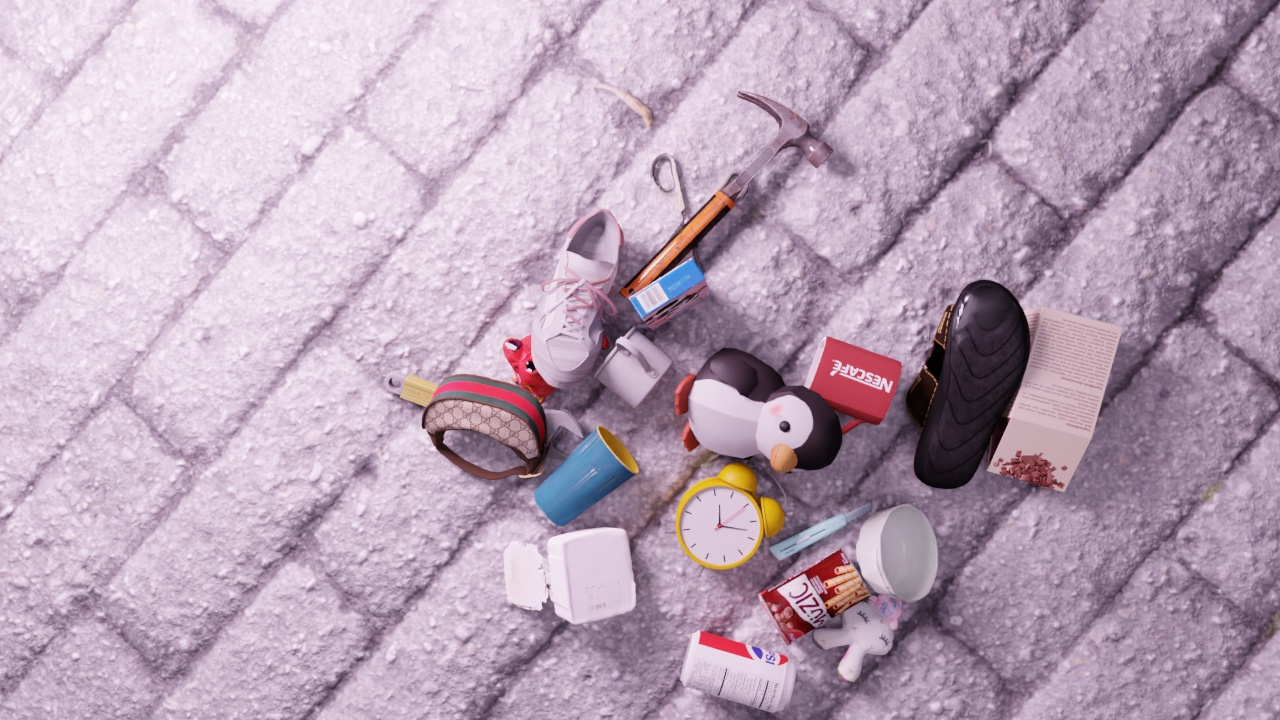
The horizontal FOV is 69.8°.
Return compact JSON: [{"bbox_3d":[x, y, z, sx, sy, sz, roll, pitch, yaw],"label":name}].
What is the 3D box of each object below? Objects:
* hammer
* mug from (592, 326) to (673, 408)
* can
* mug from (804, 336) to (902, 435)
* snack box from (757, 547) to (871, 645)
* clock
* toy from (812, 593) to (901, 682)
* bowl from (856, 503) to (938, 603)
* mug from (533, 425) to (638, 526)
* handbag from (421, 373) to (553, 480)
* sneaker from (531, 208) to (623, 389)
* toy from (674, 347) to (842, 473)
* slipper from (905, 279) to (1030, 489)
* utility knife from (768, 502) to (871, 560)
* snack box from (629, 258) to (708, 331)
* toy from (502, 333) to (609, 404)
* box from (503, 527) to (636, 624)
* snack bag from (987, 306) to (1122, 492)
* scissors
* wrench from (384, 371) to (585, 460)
[{"bbox_3d":[0.083,-0.198,1.157,0.138,0.035,0.314,44,94,-1],"label":"hammer"},{"bbox_3d":[-0.007,0.007,1.137,0.070,0.113,0.084,39,76,1],"label":"mug"},{"bbox_3d":[0.121,0.388,1.143,0.132,0.070,0.070,15,90,4],"label":"can"},{"bbox_3d":[0.254,0.040,1.131,0.096,0.080,0.116,20,89,4],"label":"mug"},{"bbox_3d":[0.216,0.292,1.136,0.121,0.072,0.072,-31,87,3],"label":"snack box"},{"bbox_3d":[0.112,0.197,1.156,0.152,0.052,0.113,-39,87,7],"label":"clock"},{"bbox_3d":[0.278,0.338,1.148,0.122,0.038,0.079,-44,80,0],"label":"toy"},{"bbox_3d":[0.306,0.236,1.124,0.117,0.061,0.117,10,74,-38],"label":"bowl"},{"bbox_3d":[-0.072,0.150,1.162,0.121,0.078,0.078,-41,87,8],"label":"mug"},{"bbox_3d":[-0.192,0.092,1.161,0.166,0.063,0.139,13,128,4],"label":"handbag"},{"bbox_3d":[-0.073,-0.084,1.111,0.099,0.090,0.235,12,65,-1],"label":"sneaker"},{"bbox_3d":[0.157,0.062,1.092,0.184,0.159,0.139,22,54,31],"label":"toy"},{"bbox_3d":[0.393,0.030,1.122,0.113,0.075,0.268,9,109,0],"label":"slipper"},{"bbox_3d":[0.231,0.215,1.166,0.141,0.015,0.022,-27,86,0],"label":"utility knife"},{"bbox_3d":[0.038,-0.077,1.113,0.088,0.154,0.033,-32,84,2],"label":"snack box"},{"bbox_3d":[-0.108,-0.005,1.180,0.132,0.094,0.088,-22,55,-19],"label":"toy"},{"bbox_3d":[-0.103,0.274,1.168,0.151,0.132,0.107,-7,87,-27],"label":"box"},{"bbox_3d":[0.497,0.048,1.118,0.094,0.070,0.206,15,91,4],"label":"snack bag"},{"bbox_3d":[0.069,-0.196,1.183,0.157,0.012,0.171,-25,89,5],"label":"scissors"},{"bbox_3d":[-0.205,0.065,1.190,0.273,0.018,0.084,20,112,5],"label":"wrench"}]
